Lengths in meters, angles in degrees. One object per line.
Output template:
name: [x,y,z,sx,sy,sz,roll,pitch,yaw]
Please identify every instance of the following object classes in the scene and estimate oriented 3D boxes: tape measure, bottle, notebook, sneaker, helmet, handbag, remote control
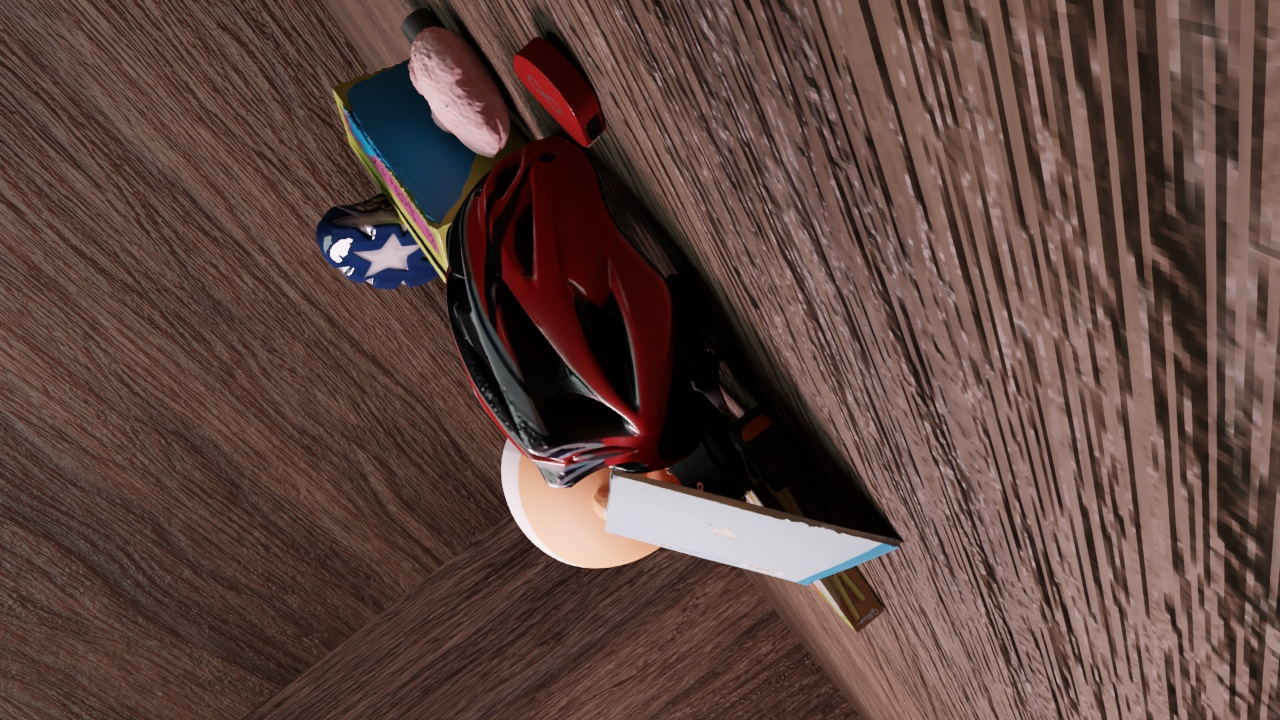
tape measure: [-0.041,-0.144,0.490,0.059,0.019,0.051,46,174,-7]
bottle: [-0.162,-0.250,0.795,0.113,0.030,0.030,53,175,1]
notebook: [0.063,0.128,0.669,0.181,0.009,0.254,15,161,2]
sneaker: [-0.218,-0.162,0.942,0.268,0.103,0.132,-16,-110,-46]
helmet: [-0.050,-0.037,0.655,0.218,0.167,0.271,73,174,-52]
tape measure: [0.088,0.066,0.658,0.059,0.038,0.058,52,175,15]
handbag: [0.049,0.079,0.742,0.128,0.054,0.079,49,132,51]
remote control: [0.051,0.015,0.782,0.033,0.015,0.147,50,174,30]

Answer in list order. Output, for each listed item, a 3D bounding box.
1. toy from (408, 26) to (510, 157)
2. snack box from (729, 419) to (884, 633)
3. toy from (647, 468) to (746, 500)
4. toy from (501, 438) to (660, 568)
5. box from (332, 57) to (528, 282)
toy: [-0.153,-0.217,0.746,0.105,0.053,0.108,21,147,54]
snack box: [0.135,0.144,0.809,0.186,0.031,0.101,54,175,-18]
toy: [0.058,0.108,0.896,0.176,0.096,0.112,55,-169,-84]
toy: [-0.046,0.143,1.223,0.281,0.262,0.266,1,122,61]
box: [-0.177,-0.182,0.834,0.221,0.124,0.080,48,158,29]
